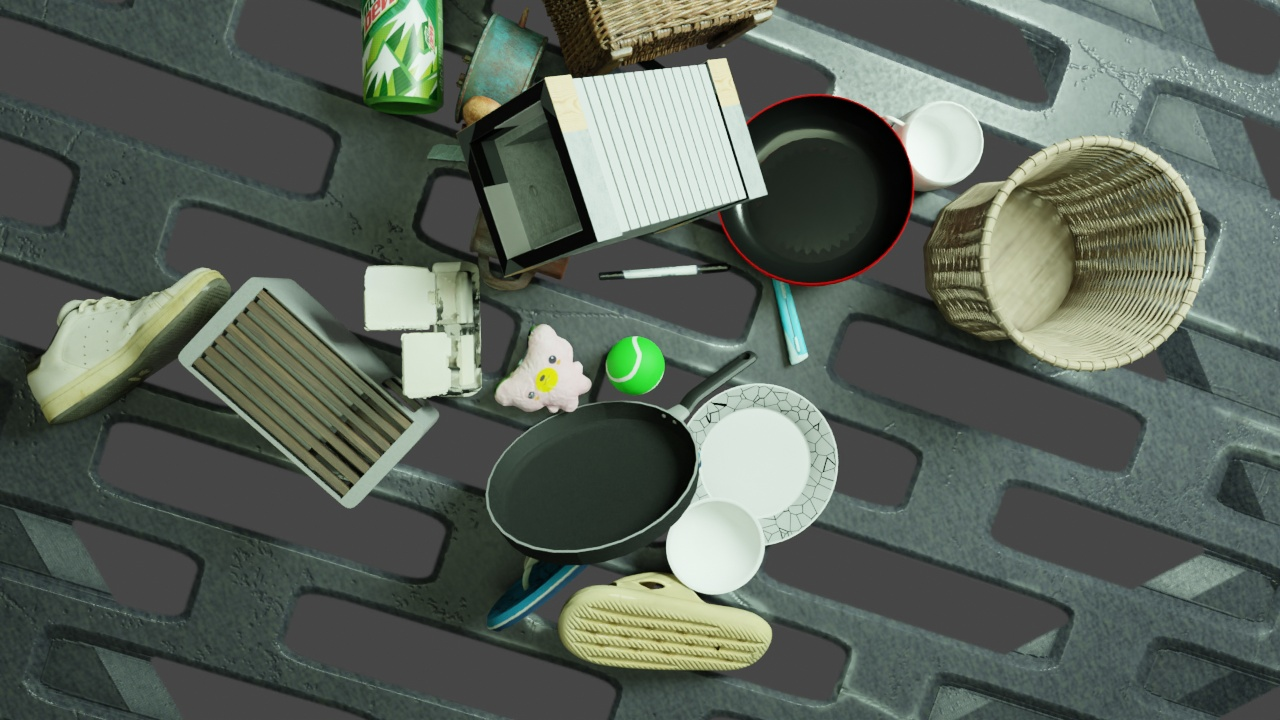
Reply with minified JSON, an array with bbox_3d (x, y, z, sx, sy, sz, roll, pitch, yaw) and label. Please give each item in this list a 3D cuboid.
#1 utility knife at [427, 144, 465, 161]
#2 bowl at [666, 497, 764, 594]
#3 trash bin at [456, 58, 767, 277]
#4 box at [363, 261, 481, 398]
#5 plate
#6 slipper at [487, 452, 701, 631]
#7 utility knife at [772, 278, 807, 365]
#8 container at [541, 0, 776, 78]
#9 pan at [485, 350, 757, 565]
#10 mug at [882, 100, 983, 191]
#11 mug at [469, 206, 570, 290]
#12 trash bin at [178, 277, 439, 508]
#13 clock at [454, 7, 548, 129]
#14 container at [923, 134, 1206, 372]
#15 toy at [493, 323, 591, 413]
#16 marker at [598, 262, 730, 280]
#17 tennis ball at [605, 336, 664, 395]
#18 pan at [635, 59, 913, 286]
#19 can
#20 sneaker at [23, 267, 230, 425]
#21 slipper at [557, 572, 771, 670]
[{"bbox_3d":[-0.137,-0.225,1.019,0.196,0.015,0.031,3,90,-3],"label":"utility knife"},{"bbox_3d":[0.082,0.204,1.038,0.110,0.040,0.110,0,96,-4],"label":"bowl"},{"bbox_3d":[-0.021,-0.192,0.903,0.246,0.143,0.142,-23,97,-42],"label":"trash bin"},{"bbox_3d":[-0.211,-0.033,0.951,0.066,0.185,0.145,0,91,22],"label":"box"},{"bbox_3d":[0.134,0.121,1.066,0.188,0.016,0.188,0,95,-4],"label":"plate"},{"bbox_3d":[-0.060,0.181,1.007,0.295,0.118,0.060,-38,92,-1],"label":"slipper"},{"bbox_3d":[0.168,-0.054,1.056,0.022,0.015,0.117,-16,93,-2],"label":"utility knife"},{"bbox_3d":[0.011,-0.402,0.925,0.249,0.162,0.183,-22,102,-17],"label":"container"},{"bbox_3d":[0.001,0.090,0.987,0.355,0.225,0.034,-34,129,-26],"label":"pan"},{"bbox_3d":[0.316,-0.243,1.024,0.115,0.068,0.094,26,92,-6],"label":"mug"},{"bbox_3d":[-0.126,-0.129,0.994,0.110,0.096,0.123,19,113,-2],"label":"mug"},{"bbox_3d":[-0.342,0.030,0.973,0.229,0.114,0.114,43,90,-6],"label":"trash bin"},{"bbox_3d":[-0.157,-0.280,0.956,0.073,0.121,0.157,21,83,-10],"label":"clock"},{"bbox_3d":[0.431,-0.110,0.980,0.227,0.196,0.227,0,95,-5],"label":"container"},{"bbox_3d":[-0.104,0.021,1.023,0.093,0.050,0.102,34,95,-9],"label":"toy"},{"bbox_3d":[0.028,-0.101,1.043,0.152,0.011,0.011,-4,95,-4],"label":"marker"},{"bbox_3d":[-0.006,0.006,1.021,0.065,0.065,0.065,0,95,-5],"label":"tennis ball"},{"bbox_3d":[0.132,-0.229,1.013,0.356,0.067,0.209,39,92,10],"label":"pan"},{"bbox_3d":[-0.250,-0.339,0.965,0.083,0.083,0.144,0,95,-5],"label":"can"},{"bbox_3d":[-0.550,-0.036,0.973,0.241,0.089,0.102,-37,88,3],"label":"sneaker"},{"bbox_3d":[0.025,0.294,1.045,0.261,0.079,0.111,15,117,-21],"label":"slipper"}]
